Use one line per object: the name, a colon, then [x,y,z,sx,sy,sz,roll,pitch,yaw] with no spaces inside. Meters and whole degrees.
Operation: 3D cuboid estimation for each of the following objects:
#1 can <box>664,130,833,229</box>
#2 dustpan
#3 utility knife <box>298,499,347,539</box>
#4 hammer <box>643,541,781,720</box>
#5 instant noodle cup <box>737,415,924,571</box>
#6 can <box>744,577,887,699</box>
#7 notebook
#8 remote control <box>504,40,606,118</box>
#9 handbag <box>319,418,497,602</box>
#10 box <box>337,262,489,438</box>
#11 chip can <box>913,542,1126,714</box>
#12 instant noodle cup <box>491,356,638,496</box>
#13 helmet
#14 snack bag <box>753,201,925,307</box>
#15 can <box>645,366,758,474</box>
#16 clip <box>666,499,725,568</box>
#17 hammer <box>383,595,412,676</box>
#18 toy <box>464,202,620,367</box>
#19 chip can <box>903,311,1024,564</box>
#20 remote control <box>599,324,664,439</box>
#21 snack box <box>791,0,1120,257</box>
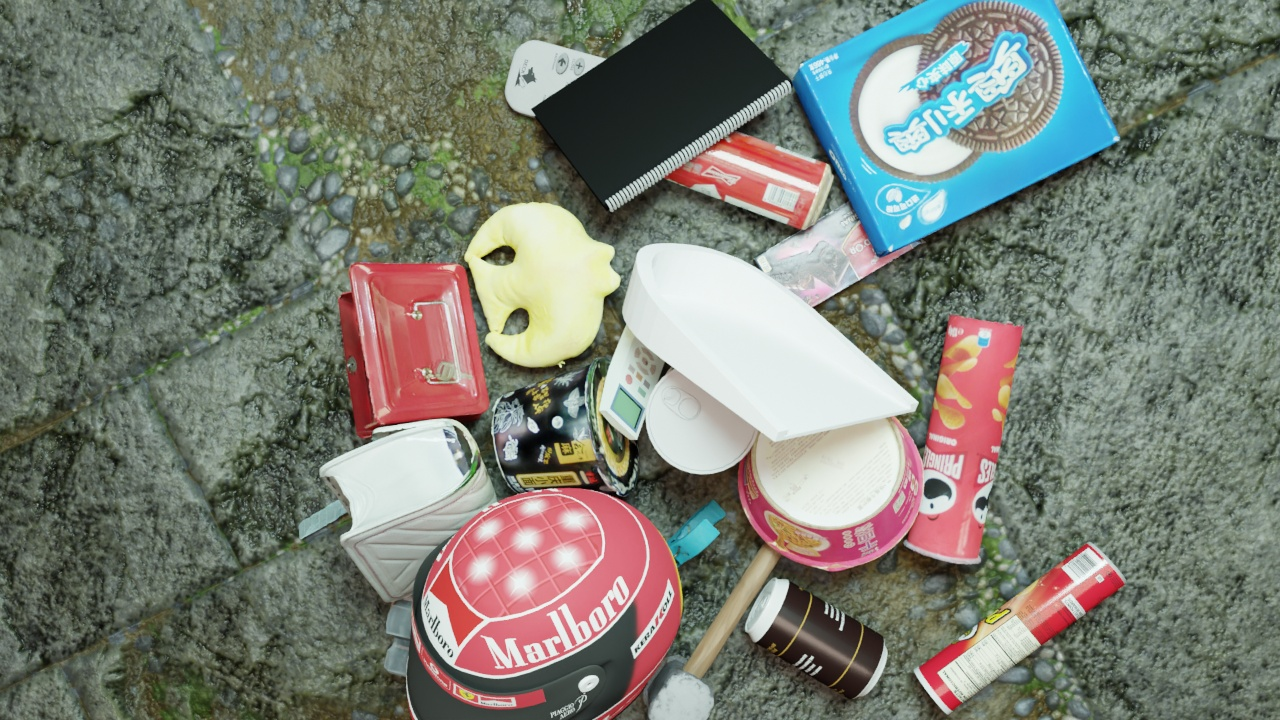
can: [0.099,-0.184,0.891,0.170,0.067,0.067,21,96,4]
dustpan: [0.099,-0.030,0.820,0.258,0.191,0.053,37,121,39]
utility knife: [-0.277,0.133,0.985,0.225,0.015,0.031,-31,86,9]
hammer: [0.107,0.223,0.908,0.052,0.098,0.328,34,83,1]
instant noodle cup: [0.176,0.099,0.862,0.179,0.078,0.178,-5,66,11]
can: [0.176,0.277,0.918,0.128,0.072,0.072,30,97,3]
notebook: [0.018,-0.247,0.871,0.206,0.016,0.149,-34,63,-2]
remote control: [-0.060,-0.271,0.924,0.151,0.019,0.074,17,96,5]
handbag: [-0.208,0.140,0.875,0.141,0.199,0.096,-22,61,-14]
box: [-0.233,-0.005,0.919,0.146,0.156,0.157,-4,79,-35]
chip can: [0.373,0.264,0.906,0.215,0.051,0.052,-40,90,7]
instant noodle cup: [-0.075,0.074,0.905,0.112,0.137,0.137,-12,93,16]
helmet: [-0.093,0.229,0.820,0.270,0.225,0.197,-27,48,-17]
snack bag: [0.195,-0.109,0.913,0.155,0.018,0.074,-31,90,6]
can: [0.061,0.045,0.874,0.099,0.144,0.099,0,95,6]
clip: [0.043,0.186,0.949,0.031,0.120,0.130,44,127,-3]
hammer: [-0.106,0.300,0.965,0.323,0.051,0.117,13,93,2]
toy: [-0.095,-0.077,0.922,0.155,0.064,0.170,-12,93,13]
chip can: [0.313,0.074,0.887,0.073,0.073,0.233,10,95,5]
remote control: [-0.005,0.005,0.894,0.024,0.143,0.049,-11,136,39]
snack box: [0.291,-0.235,0.863,0.239,0.056,0.195,-26,91,3]
